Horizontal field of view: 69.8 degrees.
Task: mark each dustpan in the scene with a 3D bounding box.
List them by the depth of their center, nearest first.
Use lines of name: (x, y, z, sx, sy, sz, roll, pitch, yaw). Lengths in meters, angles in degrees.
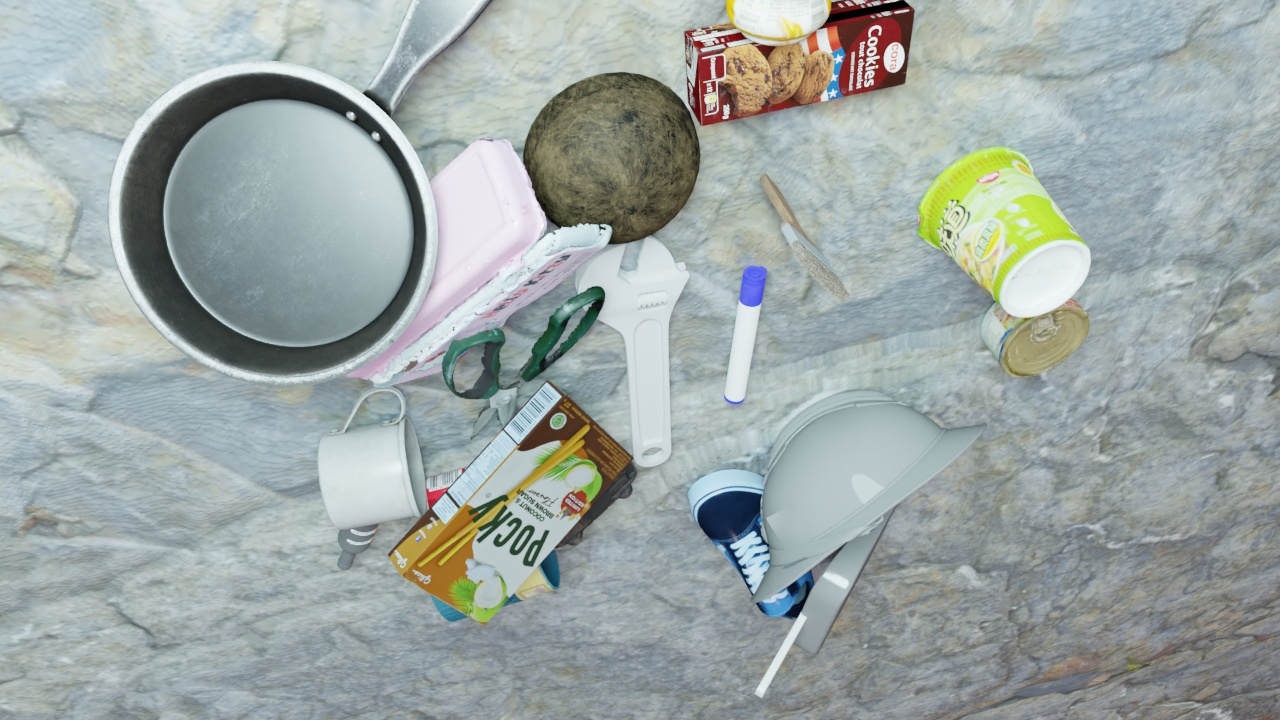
dustpan: (0.193, 0.249, 0.951, 0.256, 0.033, 0.163, -48, 157, -37)

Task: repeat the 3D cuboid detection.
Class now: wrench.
wrench: (-0.005, 0.005, 0.768, 0.086, 0.018, 0.274, -10, 137, -8)

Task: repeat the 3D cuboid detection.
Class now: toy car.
toy car: (-0.052, 0.127, 0.846, 0.112, 0.040, 0.048, -42, 142, -10)

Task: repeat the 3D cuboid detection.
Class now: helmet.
helmet: (0.178, 0.103, 0.858, 0.271, 0.117, 0.183, -40, 168, 15)

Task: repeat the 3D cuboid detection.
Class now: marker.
marker: (0.088, -0.019, 0.774, 0.020, 0.020, 0.142, -8, 135, -11)

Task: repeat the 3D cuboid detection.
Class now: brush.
brush: (0.103, -0.091, 0.618, 0.045, 0.143, 0.008, 35, 114, -31)

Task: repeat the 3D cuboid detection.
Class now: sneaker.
sneaker: (0.129, 0.200, 0.945, 0.083, 0.098, 0.241, -28, 135, 10)

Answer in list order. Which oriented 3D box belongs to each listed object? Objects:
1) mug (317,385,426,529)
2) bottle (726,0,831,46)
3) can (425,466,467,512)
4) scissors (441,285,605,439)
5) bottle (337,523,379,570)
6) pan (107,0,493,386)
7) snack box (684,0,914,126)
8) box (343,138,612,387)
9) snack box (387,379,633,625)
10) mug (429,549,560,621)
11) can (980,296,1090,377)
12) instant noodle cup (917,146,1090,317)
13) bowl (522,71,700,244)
mug: (-0.215, 0.077, 0.732, 0.070, 0.084, 0.113, -10, 106, -6)
bottle: (0.082, -0.240, 0.523, 0.063, 0.063, 0.109, -10, 135, -9)
can: (-0.134, 0.122, 0.805, 0.104, 0.064, 0.064, -14, 136, -5)
scissors: (-0.085, 0.005, 0.713, 0.146, 0.015, 0.210, -31, 164, -17)
bottle: (-0.251, 0.150, 0.818, 0.030, 0.030, 0.113, 10, 129, -27)
pan: (-0.159, -0.141, 0.529, 0.187, 0.055, 0.357, 40, 97, -10)
snack box: (0.102, -0.196, 0.594, 0.141, 0.031, 0.051, -13, 136, -6)
box: (-0.119, -0.056, 0.619, 0.202, 0.087, 0.102, -33, 159, 32)
snack box: (-0.102, 0.117, 0.746, 0.186, 0.032, 0.101, -48, 131, -6)
mug: (-0.140, 0.189, 0.844, 0.107, 0.083, 0.113, -18, 176, 4)
can: (0.358, -0.029, 0.835, 0.086, 0.043, 0.086, -10, 135, -10)
instant noodle cup: (0.282, -0.093, 0.701, 0.099, 0.107, 0.099, -10, 135, -10)
bowl: (-0.014, -0.122, 0.611, 0.121, 0.056, 0.121, -9, 135, -10)
